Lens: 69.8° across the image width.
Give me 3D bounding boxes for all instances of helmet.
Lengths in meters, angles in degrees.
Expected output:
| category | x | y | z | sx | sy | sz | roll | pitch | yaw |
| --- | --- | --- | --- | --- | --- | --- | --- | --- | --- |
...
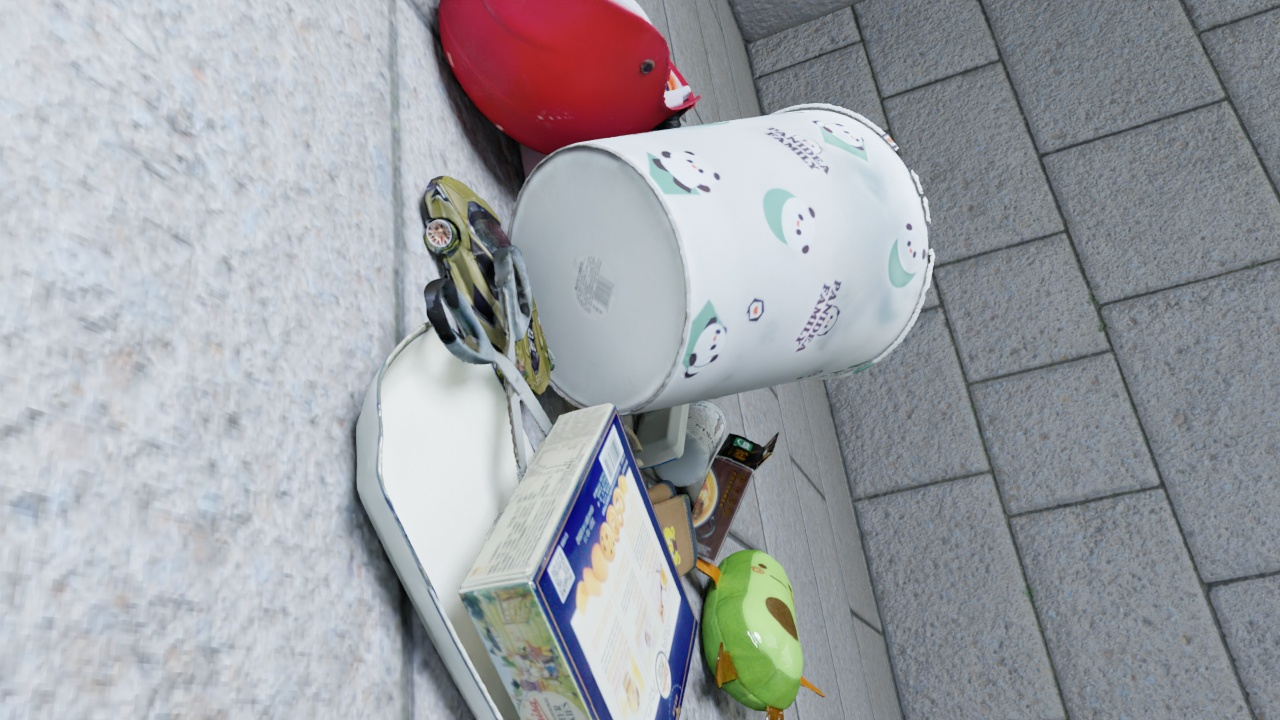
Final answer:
| category | x | y | z | sx | sy | sz | roll | pitch | yaw |
| --- | --- | --- | --- | --- | --- | --- | --- | --- | --- |
| helmet | -0.062 | -0.237 | 0.712 | 0.207 | 0.144 | 0.239 | 54 | 12 | 11 |

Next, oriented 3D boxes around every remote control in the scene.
| category | x | y | z | sx | sy | sz | roll | pitch | yaw |
| --- | --- | --- | --- | --- | --- | --- | --- | --- | --- |
| remote control | 0.021 | 0.059 | 0.903 | 0.124 | 0.049 | 0.024 | -78 | 145 | -60 |

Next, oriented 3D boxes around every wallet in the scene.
| category | x | y | z | sx | sy | sz | roll | pitch | yaw |
| --- | --- | --- | --- | --- | --- | --- | --- | --- | --- |
| wallet | 0.018 | 0.159 | 0.834 | 0.115 | 0.033 | 0.090 | 0 | 76 | -70 |

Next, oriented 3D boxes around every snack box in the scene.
| category | x | y | z | sx | sy | sz | roll | pitch | yaw |
| --- | --- | --- | --- | --- | --- | --- | --- | --- | --- |
| snack box | -0.023 | 0.146 | 0.536 | 0.177 | 0.046 | 0.182 | -65 | 139 | -63 |
| snack box | 0.093 | 0.131 | 0.955 | 0.113 | 0.053 | 0.126 | -31 | 143 | -76 |

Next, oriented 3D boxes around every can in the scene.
| category | x | y | z | sx | sy | sz | roll | pitch | yaw |
| --- | --- | --- | --- | --- | --- | --- | --- | --- | --- |
| can | 0.054 | 0.084 | 0.972 | 0.146 | 0.058 | 0.058 | -39 | 113 | -73 |

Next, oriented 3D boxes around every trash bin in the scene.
| category | x | y | z | sx | sy | sz | roll | pitch | yaw |
| --- | --- | --- | --- | --- | --- | --- | --- | --- | --- |
| trash bin | 0.053 | -0.074 | 0.689 | 0.251 | 0.230 | 0.229 | -14 | 89 | -42 |

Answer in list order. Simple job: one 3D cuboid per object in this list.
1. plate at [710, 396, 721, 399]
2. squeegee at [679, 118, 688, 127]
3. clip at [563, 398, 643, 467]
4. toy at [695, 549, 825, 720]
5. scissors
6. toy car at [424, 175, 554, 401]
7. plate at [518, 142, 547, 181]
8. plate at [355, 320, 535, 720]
| category | x | y | z | sx | sy | sz | roll | pitch | yaw |
| --- | --- | --- | --- | --- | --- | --- | --- | --- | --- |
| plate | 0.111 | -0.043 | 1.057 | 0.045 | 0.205 | 0.204 | 30 | 31 | -13 |
| squeegee | 0.006 | -0.193 | 0.924 | 0.247 | 0.040 | 0.248 | 37 | 33 | -13 |
| clip | -0.034 | 0.063 | 0.742 | 0.100 | 0.035 | 0.070 | 49 | 30 | -47 |
| toy | 0.116 | 0.278 | 0.934 | 0.227 | 0.090 | 0.246 | 52 | 19 | -16 |
| scissors | -0.077 | 0.007 | 0.553 | 0.178 | 0.014 | 0.159 | 62 | 25 | -42 |
| toy car | -0.100 | -0.049 | 0.610 | 0.070 | 0.042 | 0.158 | -50 | 120 | -72 |
| plate | -0.056 | -0.157 | 0.855 | 0.192 | 0.039 | 0.192 | -14 | 90 | -75 |
| plate | -0.087 | 0.109 | 0.512 | 0.161 | 0.034 | 0.266 | -70 | 142 | -63 |
